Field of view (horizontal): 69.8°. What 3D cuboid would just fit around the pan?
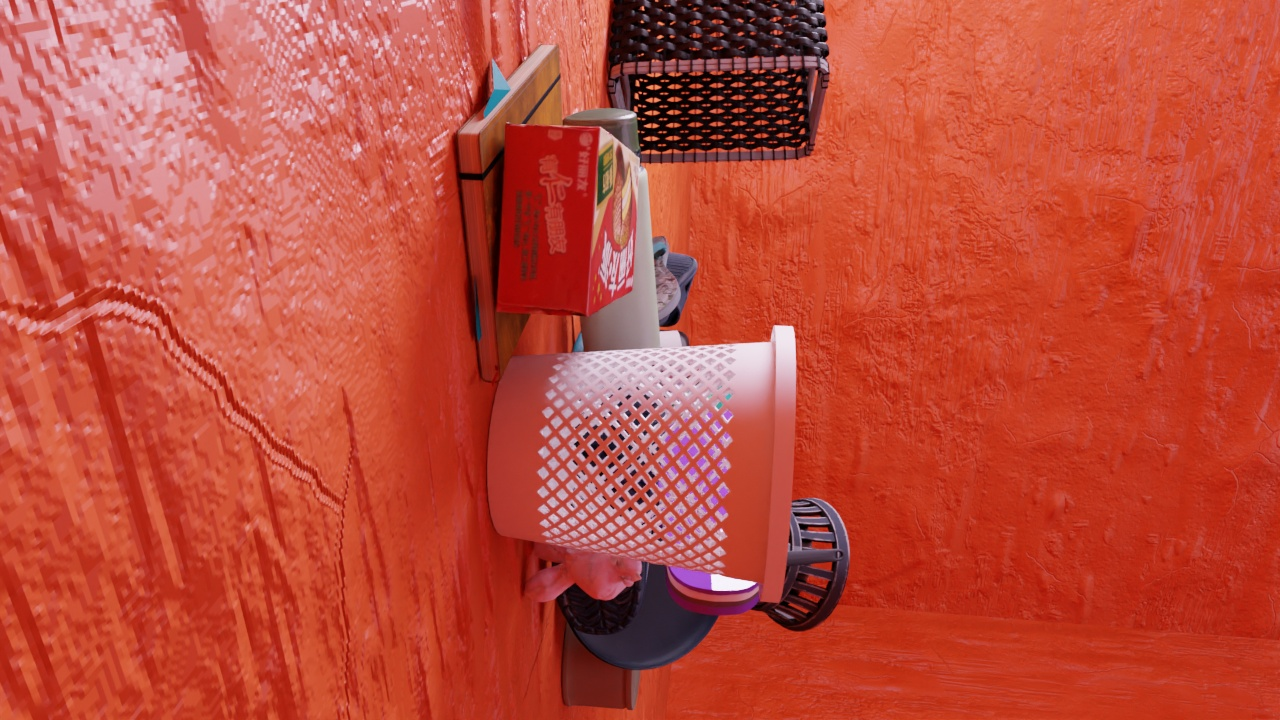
[{"bbox_3d":[0.076,0.219,0.983,0.021,0.355,0.198,-5,-96,63],"label":"pan"}]

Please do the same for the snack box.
[{"bbox_3d":[-0.043,-0.098,0.649,0.236,0.060,0.113,-52,147,-80],"label":"snack box"}]

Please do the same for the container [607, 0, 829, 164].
[{"bbox_3d":[0.096,-0.409,1.132,0.247,0.246,0.243,65,25,-77],"label":"container"}]

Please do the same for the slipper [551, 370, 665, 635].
[{"bbox_3d":[-0.036,0.121,0.823,0.095,0.105,0.253,-78,173,-74],"label":"slipper"}]

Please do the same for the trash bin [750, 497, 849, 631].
[{"bbox_3d":[0.107,0.223,1.094,0.165,0.227,0.164,-39,-138,47],"label":"trash bin"}]

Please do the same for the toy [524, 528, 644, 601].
[{"bbox_3d":[-0.043,0.163,0.742,0.047,0.110,0.063,46,41,-50],"label":"toy"}]

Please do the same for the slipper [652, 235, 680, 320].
[{"bbox_3d":[-0.011,-0.107,1.084,0.268,0.098,0.055,-93,158,-67],"label":"slipper"}]

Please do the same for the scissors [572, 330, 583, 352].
[{"bbox_3d":[-0.061,0.032,0.896,0.124,0.019,0.156,81,13,-69],"label":"scissors"}]

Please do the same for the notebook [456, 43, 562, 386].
[{"bbox_3d":[-0.083,-0.117,0.631,0.248,0.014,0.179,-77,169,-58],"label":"notebook"}]

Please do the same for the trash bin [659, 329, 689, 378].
[{"bbox_3d":[0.007,0.091,1.237,0.219,0.098,0.192,-75,167,-59],"label":"trash bin"}]

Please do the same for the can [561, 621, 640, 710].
[{"bbox_3d":[-0.038,0.316,1.009,0.127,0.073,0.128,5,88,-84],"label":"can"}]

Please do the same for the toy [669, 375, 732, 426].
[{"bbox_3d":[0.083,0.071,1.036,0.193,0.072,0.130,35,79,-55],"label":"toy"}]

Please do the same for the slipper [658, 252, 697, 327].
[{"bbox_3d":[0.009,-0.078,1.217,0.262,0.101,0.083,-62,163,-62],"label":"slipper"}]

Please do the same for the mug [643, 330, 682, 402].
[{"bbox_3d":[-0.006,0.006,0.960,0.105,0.089,0.073,-109,-164,-74],"label":"mug"}]

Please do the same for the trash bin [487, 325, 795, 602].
[{"bbox_3d":[0.004,0.068,0.666,0.195,0.200,0.195,5,88,-84],"label":"trash bin"}]

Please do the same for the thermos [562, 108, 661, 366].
[{"bbox_3d":[-0.030,-0.111,0.840,0.082,0.082,0.232,-74,161,-65],"label":"thermos"}]

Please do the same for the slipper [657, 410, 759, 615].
[{"bbox_3d":[0.066,0.153,0.865,0.266,0.107,0.084,-84,177,-60],"label":"slipper"}]
